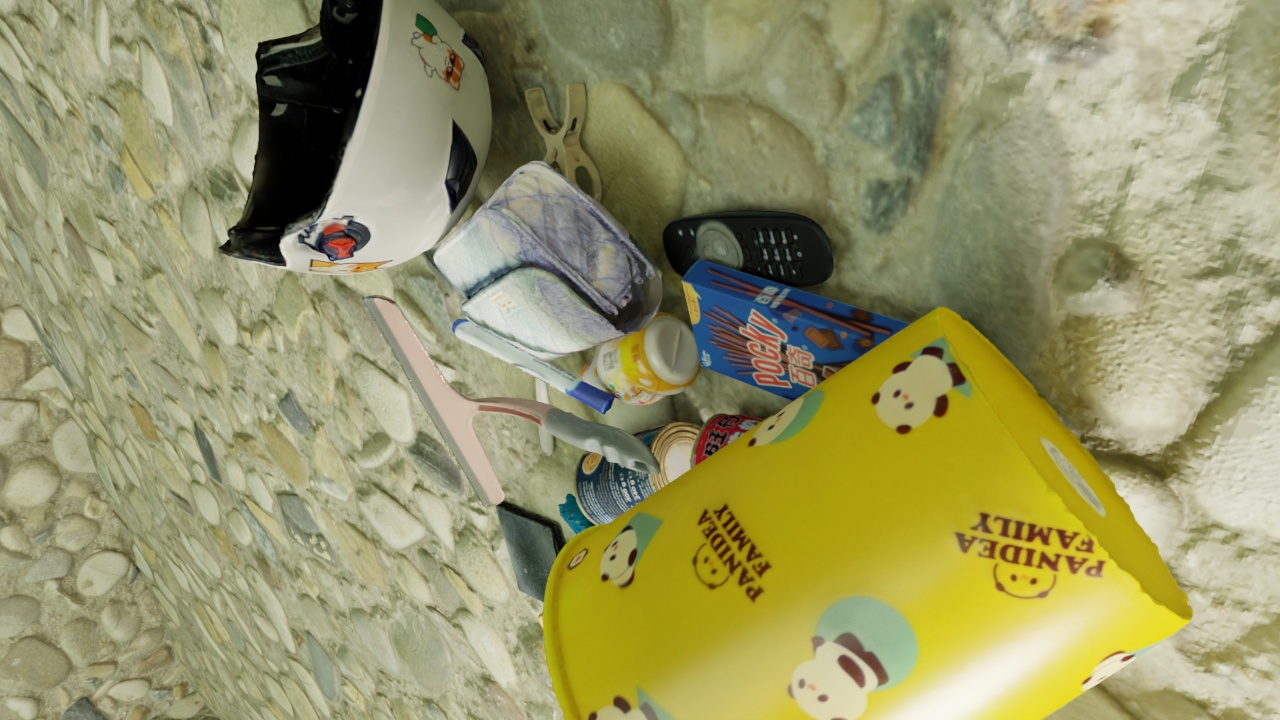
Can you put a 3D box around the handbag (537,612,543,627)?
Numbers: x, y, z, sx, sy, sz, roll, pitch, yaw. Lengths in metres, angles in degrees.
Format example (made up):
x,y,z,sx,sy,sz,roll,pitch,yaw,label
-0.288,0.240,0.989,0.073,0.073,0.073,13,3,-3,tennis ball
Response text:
x,y,z,sx,sy,sz,roll,pitch,yaw,label
-0.018,0.301,0.895,0.163,0.063,0.179,56,158,-1,handbag

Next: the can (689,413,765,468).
x,y,z,sx,sy,sz,roll,pitch,yaw,label
0.090,0.076,0.654,0.094,0.066,0.066,14,125,40,can

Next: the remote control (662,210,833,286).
x,y,z,sx,sy,sz,roll,pitch,yaw,label
0.071,-0.075,0.603,0.137,0.024,0.053,8,126,45,remote control

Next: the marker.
x,y,z,sx,sy,sz,roll,pitch,yaw,label
-0.085,0.003,0.706,0.146,0.016,0.017,26,133,19,marker

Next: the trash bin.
x,y,z,sx,sy,sz,roll,pitch,yaw,label
0.116,0.120,0.494,0.256,0.229,0.229,-42,83,23,trash bin

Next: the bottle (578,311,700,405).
x,y,z,sx,sy,sz,roll,pitch,yaw,label
-0.004,0.004,0.704,0.109,0.063,0.063,-23,98,51,bottle

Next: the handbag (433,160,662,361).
x,y,z,sx,sy,sz,roll,pitch,yaw,label
-0.077,-0.061,0.684,0.134,0.075,0.194,43,159,-14,handbag

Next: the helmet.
x,y,z,sx,sy,sz,roll,pitch,yaw,label
-0.199,-0.166,0.700,0.275,0.156,0.229,-19,63,44,helmet

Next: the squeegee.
x,y,z,sx,sy,sz,roll,pitch,yaw,label
-0.078,0.052,0.734,0.250,0.040,0.248,11,136,37,squeegee

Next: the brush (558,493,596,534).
x,y,z,sx,sy,sz,roll,pitch,yaw,label
0.064,0.197,0.781,0.315,0.060,0.109,15,131,36,brush

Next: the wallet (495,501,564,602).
x,y,z,sx,sy,sz,roll,pitch,yaw,label
-0.113,0.216,0.997,0.097,0.019,0.121,11,122,42,wallet

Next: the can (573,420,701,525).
x,y,z,sx,sy,sz,roll,pitch,yaw,label
0.006,0.095,0.743,0.111,0.075,0.075,-22,99,52,can

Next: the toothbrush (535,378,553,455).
x,y,z,sx,sy,sz,roll,pitch,yaw,label
-0.095,0.017,0.842,0.016,0.016,0.180,24,132,36,toothbrush

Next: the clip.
x,y,z,sx,sy,sz,roll,pitch,yaw,label
-0.057,-0.152,0.676,0.071,0.034,0.100,12,119,42,clip

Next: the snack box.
x,y,z,sx,sy,sz,roll,pitch,yaw,label
0.102,-0.008,0.596,0.157,0.026,0.085,21,146,33,snack box
